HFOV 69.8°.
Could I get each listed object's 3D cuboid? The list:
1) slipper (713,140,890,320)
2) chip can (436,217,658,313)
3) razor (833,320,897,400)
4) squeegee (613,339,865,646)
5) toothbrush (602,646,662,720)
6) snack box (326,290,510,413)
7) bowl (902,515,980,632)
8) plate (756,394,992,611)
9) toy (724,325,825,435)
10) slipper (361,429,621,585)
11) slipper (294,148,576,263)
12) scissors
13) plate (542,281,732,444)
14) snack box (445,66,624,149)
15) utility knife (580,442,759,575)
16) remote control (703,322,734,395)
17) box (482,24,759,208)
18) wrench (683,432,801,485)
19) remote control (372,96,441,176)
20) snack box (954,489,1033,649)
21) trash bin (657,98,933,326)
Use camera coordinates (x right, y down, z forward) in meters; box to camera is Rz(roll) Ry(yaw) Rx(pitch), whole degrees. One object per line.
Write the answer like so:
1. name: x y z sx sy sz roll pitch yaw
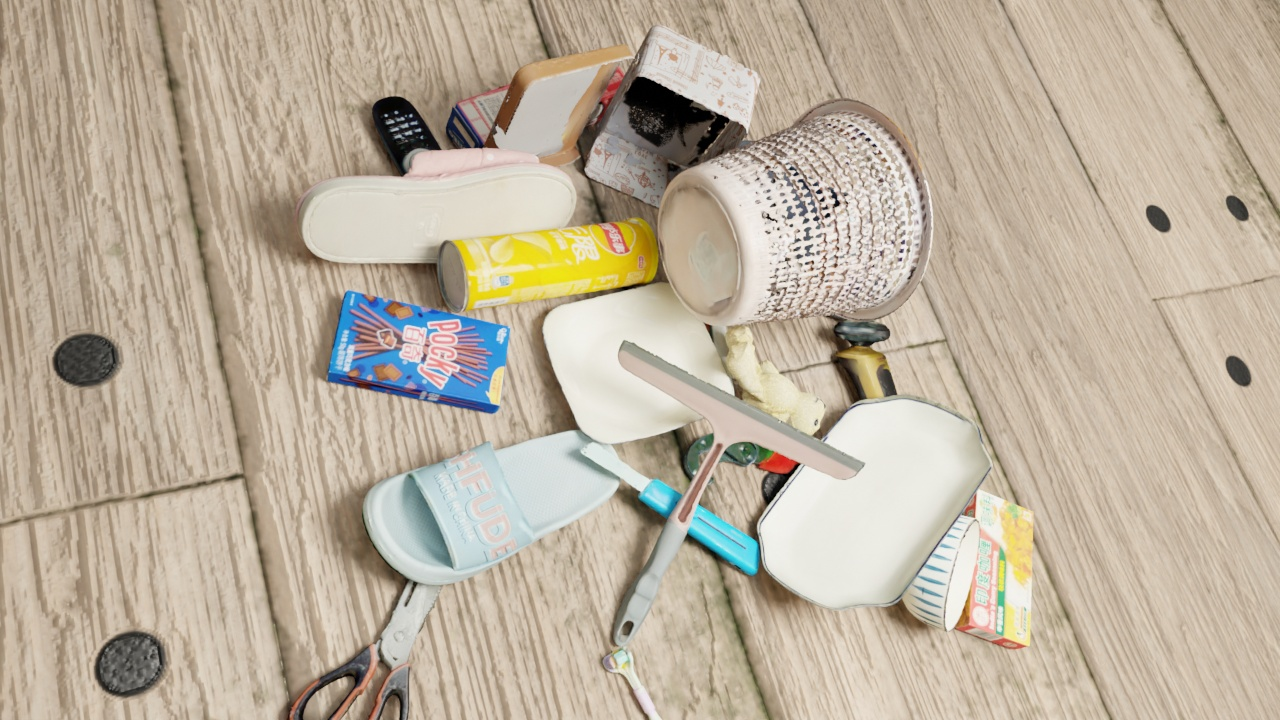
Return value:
1. slipper: 0.193 -0.160 1.058 0.110 0.083 0.268 -38 84 -30
2. chip can: -0.088 -0.095 0.907 0.213 0.072 0.072 -13 73 -30
3. razor: 0.264 0.030 1.016 0.062 0.068 0.167 -7 76 -43
4. squeegee: 0.037 0.146 0.842 0.247 0.040 0.249 28 87 -1
5. toothbrush: 0.025 0.339 0.801 0.189 0.029 0.020 59 19 8
6. snack box: -0.203 -0.007 0.852 0.157 0.026 0.084 12 63 -18
7. bowl: 0.296 0.209 0.933 0.066 0.116 0.116 13 52 32
8. plate: 0.233 0.141 0.915 0.162 0.034 0.265 25 60 35
9. toy: 0.134 0.026 0.934 0.157 0.066 0.105 47 25 -32
10. slipper: -0.116 0.118 0.802 0.244 0.074 0.104 -16 75 -33
11. slipper: -0.190 -0.147 0.876 0.273 0.114 0.054 -11 45 -29
12. scissors: -0.216 0.237 0.744 0.196 0.015 0.205 -12 66 -24
13. plate: -0.005 0.005 0.911 0.164 0.034 0.163 -14 63 -17
14. snack box: -0.109 -0.272 0.993 0.207 0.057 0.058 -30 84 -31
15. utility knife: 0.031 0.138 0.871 0.216 0.018 0.034 35 57 -17
16. remote control: 0.072 -0.009 0.953 0.019 0.056 0.135 4 67 -21
17. box: -0.025 -0.245 0.945 0.273 0.179 0.125 0 67 -24
18. wrench: 0.172 0.110 0.965 0.273 0.016 0.056 7 69 -20
19. remote control: -0.228 -0.207 0.932 0.053 0.024 0.136 -25 81 -31
20. snack box: 0.386 0.225 0.999 0.077 0.027 0.155 22 61 -12
21. trash bin: 0.133 -0.126 0.893 0.191 0.228 0.227 -18 75 -28
